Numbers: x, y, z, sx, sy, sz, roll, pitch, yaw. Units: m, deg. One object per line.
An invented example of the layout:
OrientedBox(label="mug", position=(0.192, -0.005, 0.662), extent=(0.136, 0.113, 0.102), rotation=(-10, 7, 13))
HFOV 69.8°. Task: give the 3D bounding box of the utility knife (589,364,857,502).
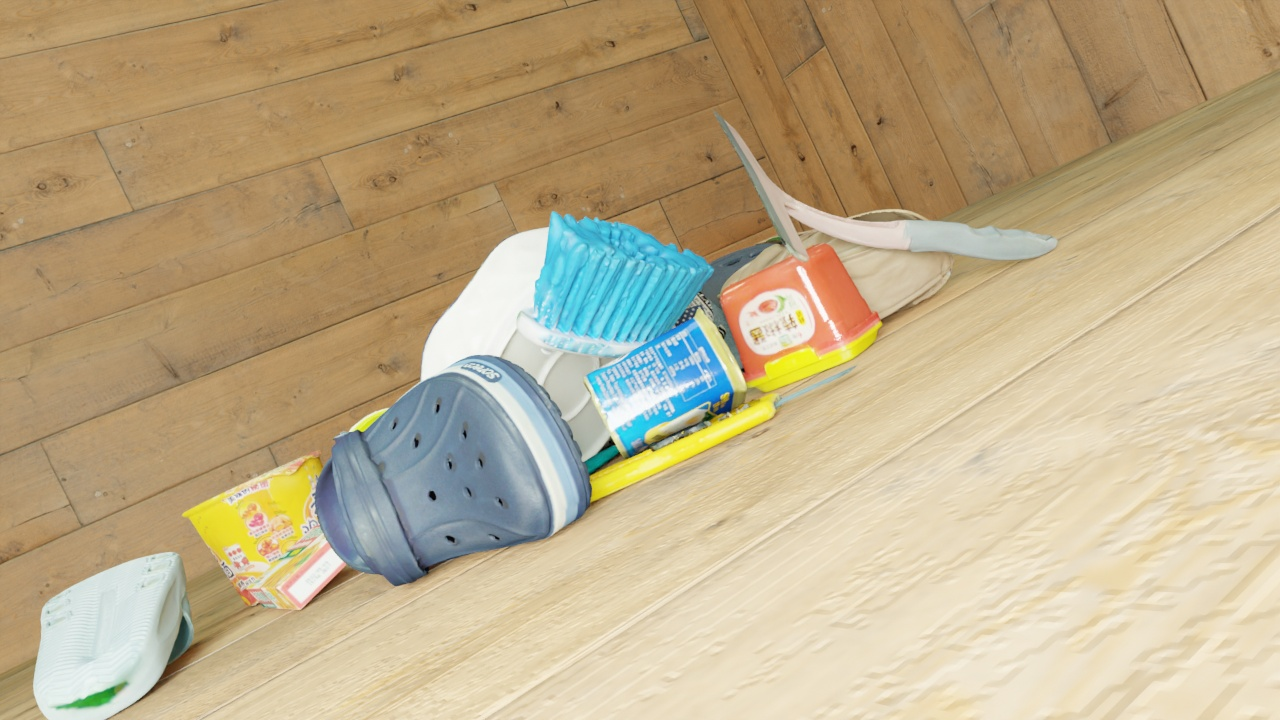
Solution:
OrientedBox(label="utility knife", position=(0.033, 0.043, 0.525), extent=(0.202, 0.015, 0.033), rotation=(-25, 4, 3))

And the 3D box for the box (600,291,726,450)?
OrientedBox(label="box", position=(-0.005, 0.004, 0.776), extent=(0.162, 0.086, 0.075), rotation=(-38, 2, -6))

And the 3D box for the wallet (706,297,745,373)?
OrientedBox(label="wallet", position=(0.053, -0.013, 0.867), extent=(0.120, 0.097, 0.019), rotation=(-26, -33, -36))

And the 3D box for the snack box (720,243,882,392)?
OrientedBox(label="snack box", position=(0.109, -0.032, 0.642), extent=(0.091, 0.080, 0.081), rotation=(-25, 1, 36))

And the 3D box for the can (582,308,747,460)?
OrientedBox(label="can", position=(0.015, 0.020, 0.567), extent=(0.083, 0.057, 0.102), rotation=(-28, -14, -3))

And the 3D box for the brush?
OrientedBox(label="brush", position=(0.019, -0.028, 0.642), extent=(0.313, 0.060, 0.110), rotation=(0, -58, -58))

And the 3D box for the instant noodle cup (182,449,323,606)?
OrientedBox(label="instant noodle cup", position=(-0.355, 0.166, 0.897), extent=(0.138, 0.110, 0.138), rotation=(-25, 1, 0))

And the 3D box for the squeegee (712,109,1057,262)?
OrientedBox(label="squeegee", position=(0.183, -0.097, 0.657), extent=(0.249, 0.040, 0.247), rotation=(10, 30, -12))

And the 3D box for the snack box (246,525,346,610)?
OrientedBox(label="snack box", position=(-0.270, 0.165, 0.744), extent=(0.076, 0.027, 0.156), rotation=(-46, 12, -31))

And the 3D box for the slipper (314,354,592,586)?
OrientedBox(label="slipper", position=(-0.134, 0.073, 0.524), extent=(0.095, 0.105, 0.254), rotation=(-28, 3, -44))

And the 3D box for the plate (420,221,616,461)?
OrientedBox(label="plate", position=(-0.063, 0.008, 0.639), extent=(0.045, 0.205, 0.204), rotation=(26, 35, 32))

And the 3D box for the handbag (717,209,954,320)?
OrientedBox(label="handbag", position=(0.154, -0.068, 0.773), extent=(0.147, 0.100, 0.205), rotation=(-23, 5, -19))

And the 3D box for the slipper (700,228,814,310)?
OrientedBox(label="slipper", position=(0.142, -0.068, 0.910), extent=(0.269, 0.110, 0.083), rotation=(-21, 6, 23))

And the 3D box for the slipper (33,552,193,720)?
OrientedBox(label="slipper", position=(-0.387, 0.211, 0.687), extent=(0.103, 0.074, 0.246), rotation=(-25, 17, -22))

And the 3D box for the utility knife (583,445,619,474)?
OrientedBox(label="utility knife", position=(-0.049, 0.081, 0.637), extent=(0.029, 0.013, 0.182), rotation=(-24, 2, 33))

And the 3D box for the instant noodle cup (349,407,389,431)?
OrientedBox(label="instant noodle cup", position=(-0.166, 0.089, 0.716), extent=(0.111, 0.112, 0.124), rotation=(-27, 10, -34))
